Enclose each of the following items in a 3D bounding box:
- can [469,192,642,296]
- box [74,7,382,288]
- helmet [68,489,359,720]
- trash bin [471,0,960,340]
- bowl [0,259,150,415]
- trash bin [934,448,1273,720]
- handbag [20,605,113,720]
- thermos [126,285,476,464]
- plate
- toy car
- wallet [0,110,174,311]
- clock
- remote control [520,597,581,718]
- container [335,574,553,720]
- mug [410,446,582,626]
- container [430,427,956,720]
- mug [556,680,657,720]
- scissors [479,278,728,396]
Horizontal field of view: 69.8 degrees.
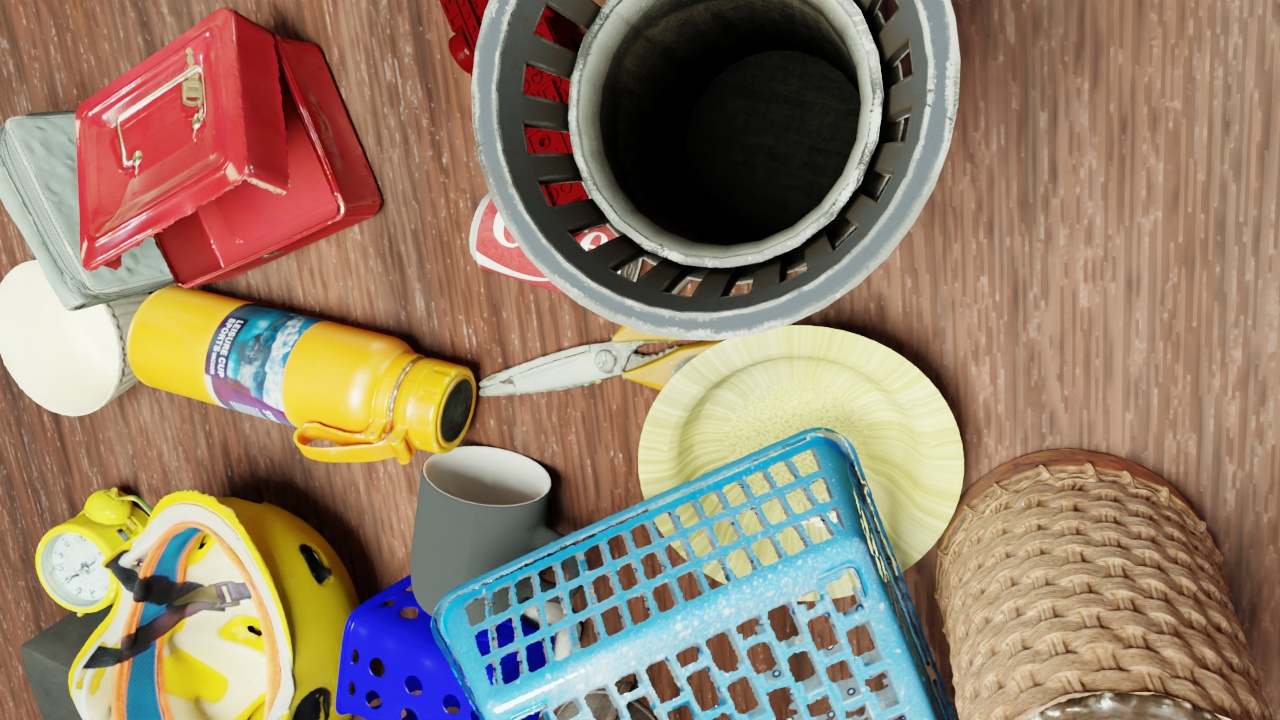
[{"bbox_3d":[-0.050,-0.069,0.559,0.096,0.054,0.054,18,109,13],"label":"can"},{"bbox_3d":[-0.268,-0.131,0.601,0.158,0.126,0.137,-18,78,25],"label":"box"},{"bbox_3d":[-0.277,0.202,0.663,0.209,0.139,0.240,32,103,26],"label":"helmet"},{"bbox_3d":[0.049,-0.105,0.415,0.164,0.227,0.164,2,99,15],"label":"trash bin"},{"bbox_3d":[-0.411,-0.022,0.685,0.115,0.062,0.115,5,106,17],"label":"bowl"},{"bbox_3d":[0.222,0.147,0.446,0.151,0.209,0.151,4,106,16],"label":"trash bin"},{"bbox_3d":[-0.431,0.334,0.792,0.176,0.072,0.196,19,114,12],"label":"handbag"},{"bbox_3d":[-0.231,0.015,0.626,0.233,0.076,0.091,13,83,14],"label":"thermos"},{"bbox_3d":[0.093,0.058,0.547,0.184,0.036,0.185,4,115,7],"label":"plate"},{"bbox_3d":[-0.054,-0.147,0.523,0.070,0.061,0.169,-28,77,23],"label":"toy car"},{"bbox_3d":[-0.378,-0.104,0.634,0.054,0.100,0.131,-25,94,30],"label":"wallet"},{"bbox_3d":[-0.430,0.152,0.744,0.119,0.057,0.083,-38,91,15],"label":"clock"},{"bbox_3d":[-0.084,0.221,0.664,0.060,0.028,0.114,31,112,10],"label":"remote control"},{"bbox_3d":[-0.129,0.209,0.616,0.114,0.085,0.084,17,107,21],"label":"container"},{"bbox_3d":[-0.092,0.123,0.607,0.122,0.085,0.095,18,110,18],"label":"mug"},{"bbox_3d":[0.069,0.250,0.517,0.257,0.089,0.362,-24,106,-1],"label":"container"},{"bbox_3d":[-0.032,0.280,0.623,0.096,0.110,0.123,17,110,8],"label":"mug"},{"bbox_3d":[-0.003,0.007,0.585,0.229,0.016,0.114,-19,98,21],"label":"scissors"}]
